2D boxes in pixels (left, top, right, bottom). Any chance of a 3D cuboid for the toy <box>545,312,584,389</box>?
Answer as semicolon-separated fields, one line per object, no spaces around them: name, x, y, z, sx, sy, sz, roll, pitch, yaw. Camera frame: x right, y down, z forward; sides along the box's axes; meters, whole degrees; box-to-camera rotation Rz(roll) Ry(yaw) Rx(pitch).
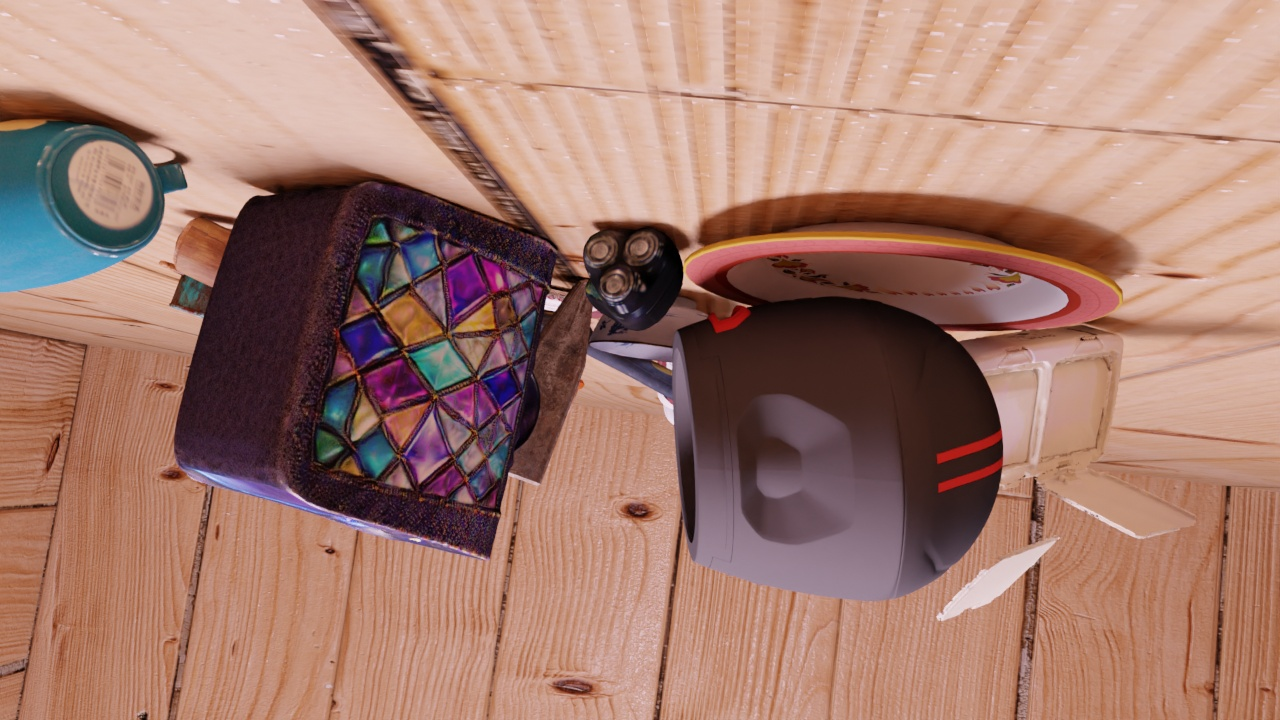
toy;-0.113;0.001;0.946;0.112;0.096;0.176;7;146;2

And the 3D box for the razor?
razor;-0.015;-0.052;0.574;0.067;0.054;0.151;37;175;-13

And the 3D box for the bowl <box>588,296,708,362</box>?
bowl;0.017;-0.027;0.735;0.114;0.045;0.114;7;175;1

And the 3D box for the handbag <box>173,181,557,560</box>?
handbag;-0.145;0.011;0.572;0.126;0.204;0.221;3;167;37

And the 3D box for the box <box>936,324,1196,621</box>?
box;0.268;0.084;0.579;0.143;0.193;0.106;-8;-162;-25

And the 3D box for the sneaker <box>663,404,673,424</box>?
sneaker;0.115;0.038;1.090;0.091;0.089;0.241;-1;177;31

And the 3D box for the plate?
plate;0.139;-0.047;0.509;0.230;0.021;0.230;7;174;1

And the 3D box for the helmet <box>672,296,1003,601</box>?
helmet;0.110;0.046;0.522;0.170;0.164;0.264;-4;-177;-1

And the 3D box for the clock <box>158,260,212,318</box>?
clock;-0.288;-0.051;0.737;0.157;0.073;0.121;19;174;0

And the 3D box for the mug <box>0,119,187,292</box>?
mug;-0.292;-0.085;0.473;0.104;0.084;0.111;-2;-161;28

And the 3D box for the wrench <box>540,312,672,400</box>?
wrench;-0.005;0.005;0.803;0.273;0.022;0.073;27;-162;24

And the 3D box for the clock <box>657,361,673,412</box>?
clock;0.057;0.019;0.829;0.087;0.125;0.044;36;-136;24

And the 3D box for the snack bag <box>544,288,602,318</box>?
snack bag;-0.085;-0.053;0.765;0.157;0.013;0.057;10;172;-25

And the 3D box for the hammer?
hammer;-0.186;-0.033;0.672;0.300;0.157;0.037;22;171;-12
